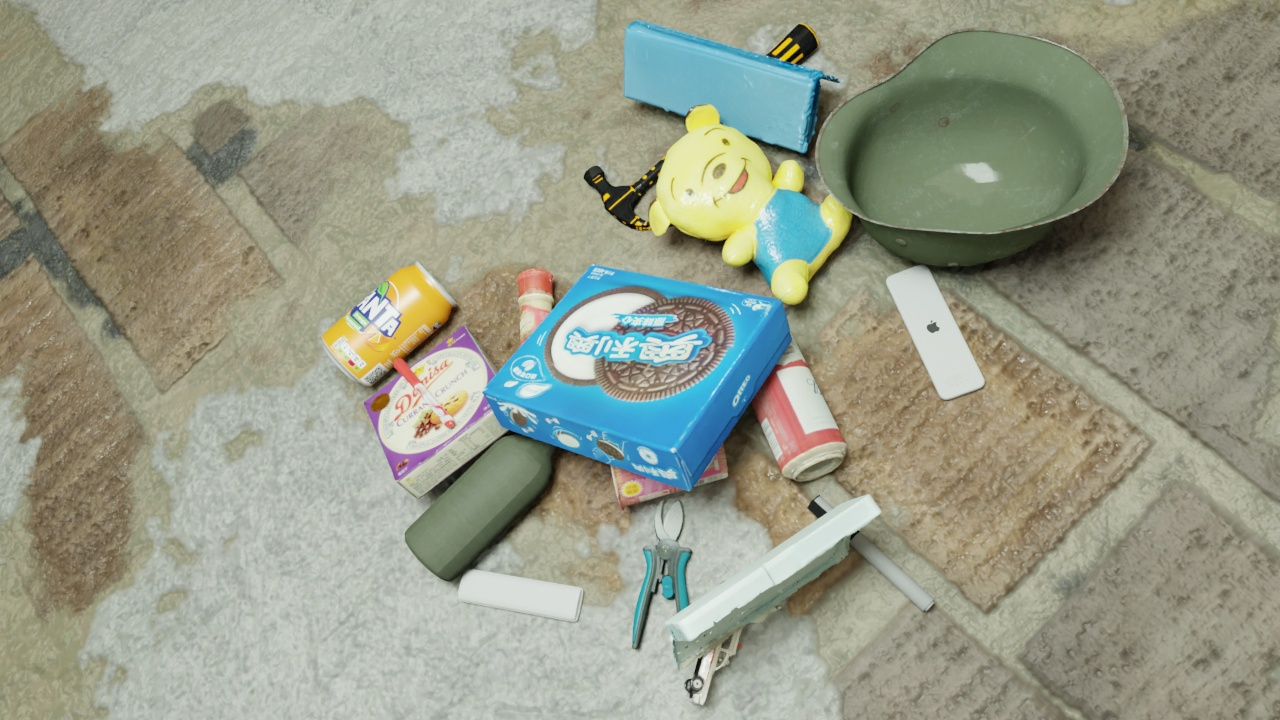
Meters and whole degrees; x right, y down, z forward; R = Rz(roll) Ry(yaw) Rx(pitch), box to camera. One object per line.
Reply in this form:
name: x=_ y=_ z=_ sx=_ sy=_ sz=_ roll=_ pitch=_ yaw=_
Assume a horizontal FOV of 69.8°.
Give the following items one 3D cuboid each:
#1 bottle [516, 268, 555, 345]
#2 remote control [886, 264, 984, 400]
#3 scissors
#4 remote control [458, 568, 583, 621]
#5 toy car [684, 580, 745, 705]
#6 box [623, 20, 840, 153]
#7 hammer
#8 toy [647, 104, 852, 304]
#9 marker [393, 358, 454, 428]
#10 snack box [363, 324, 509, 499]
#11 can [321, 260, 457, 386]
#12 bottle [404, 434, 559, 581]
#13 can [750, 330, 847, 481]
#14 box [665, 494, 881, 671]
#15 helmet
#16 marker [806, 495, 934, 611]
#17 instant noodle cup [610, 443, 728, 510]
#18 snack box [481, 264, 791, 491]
bottle: x=-0.116 y=-0.047 z=1.021 sx=0.044 sy=0.044 sz=0.109 roll=-9 pitch=66 yaw=11
remote control: x=0.294 y=-0.030 z=0.922 sx=0.045 sy=0.008 sz=0.146 roll=-21 pitch=64 yaw=6
scissors: x=0.025 y=0.214 z=0.888 sx=0.128 sy=0.019 sz=0.153 roll=-39 pitch=62 yaw=-5
remote control: x=-0.122 y=0.235 z=0.921 sx=0.131 sy=0.012 sz=0.033 roll=5 pitch=69 yaw=17
toy car: x=0.072 y=0.261 z=0.846 sx=0.039 sy=0.039 sz=0.113 roll=18 pitch=73 yaw=-1
box: x=0.103 y=-0.324 z=1.032 sx=0.232 sy=0.094 sz=0.101 roll=23 pitch=48 yaw=21
hammer: x=0.085 y=-0.276 z=1.069 sx=0.320 sy=0.036 sz=0.123 roll=-42 pitch=68 yaw=-2
toy: x=0.110 y=-0.159 z=0.969 sx=0.214 sy=0.084 sz=0.148 roll=34 pitch=74 yaw=11
marker: x=-0.229 y=0.034 z=0.968 sx=0.012 sy=0.013 sz=0.142 roll=-46 pitch=45 yaw=-7
snack box: x=-0.212 y=0.052 z=0.983 sx=0.143 sy=0.040 sz=0.148 roll=-38 pitch=44 yaw=-2
can: x=-0.285 y=-0.042 z=1.044 sx=0.142 sy=0.079 sz=0.079 roll=-41 pitch=64 yaw=-4
bottle: x=-0.144 y=0.130 z=0.939 sx=0.206 sy=0.071 sz=0.071 roll=-45 pitch=64 yaw=-6
can: x=0.141 y=0.033 z=0.904 sx=0.067 sy=0.067 sz=0.170 roll=-24 pitch=63 yaw=4
box: x=0.110 y=0.188 z=0.784 sx=0.197 sy=0.137 sz=0.049 roll=-29 pitch=63 yaw=-16
helmet: x=0.307 y=-0.182 z=0.900 sx=0.268 sy=0.154 sz=0.226 roll=0 pitch=67 yaw=10
marker: x=0.213 y=0.178 z=0.852 sx=0.016 sy=0.016 sz=0.140 roll=-44 pitch=64 yaw=-6
instant noodle cup: x=0.026 y=0.090 z=0.903 sx=0.108 sy=0.098 sz=0.097 roll=-10 pitch=65 yaw=2
snack box: x=-0.005 y=0.005 z=0.878 sx=0.239 sy=0.056 sz=0.195 roll=14 pitch=53 yaw=35
